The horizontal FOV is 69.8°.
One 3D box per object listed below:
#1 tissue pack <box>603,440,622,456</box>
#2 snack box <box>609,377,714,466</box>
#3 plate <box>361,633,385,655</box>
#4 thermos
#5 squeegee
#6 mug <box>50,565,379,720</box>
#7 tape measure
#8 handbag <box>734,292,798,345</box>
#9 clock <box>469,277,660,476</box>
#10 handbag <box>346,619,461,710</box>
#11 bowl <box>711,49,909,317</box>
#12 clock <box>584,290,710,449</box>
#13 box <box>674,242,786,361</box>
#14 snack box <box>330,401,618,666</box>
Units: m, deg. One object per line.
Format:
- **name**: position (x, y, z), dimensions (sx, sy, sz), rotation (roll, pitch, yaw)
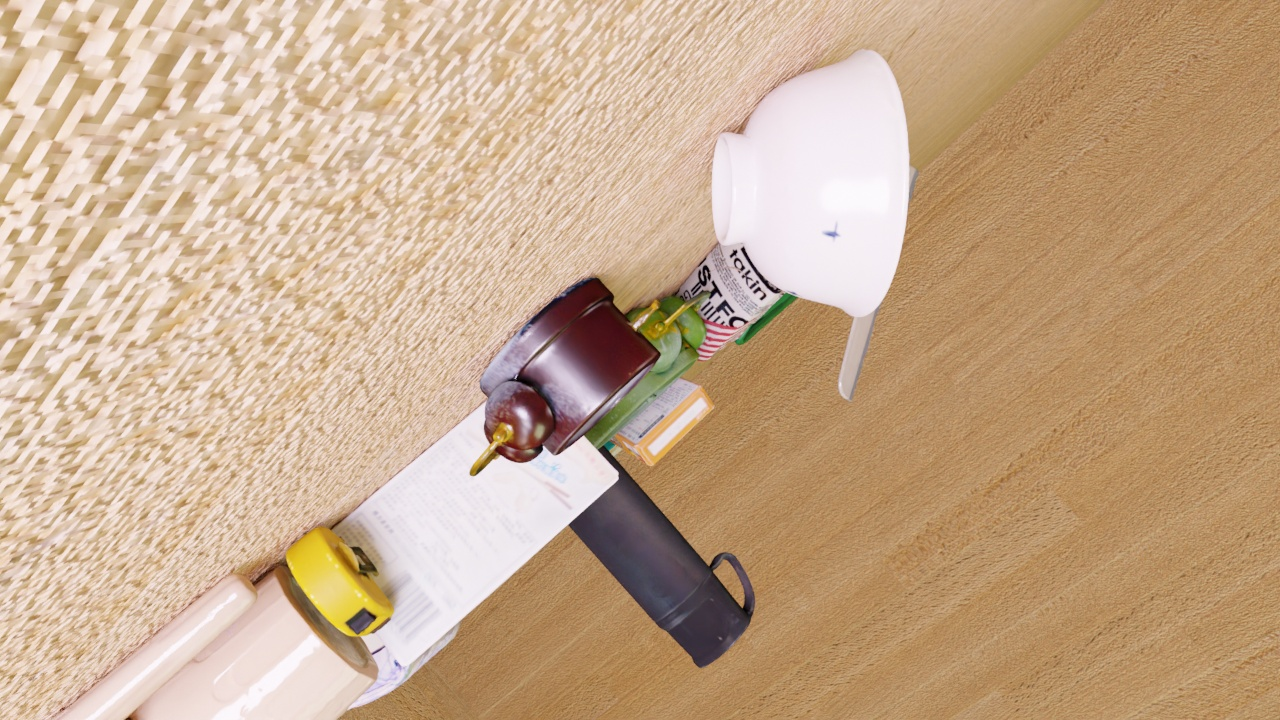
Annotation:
- **tissue pack**: position (-0.062, 0.090, 0.955), dimensions (0.140, 0.063, 0.090), rotation (-42, 175, 10)
- **snack box**: position (-0.003, 0.040, 0.805), dimensions (0.075, 0.026, 0.154), rotation (-42, -156, -13)
- **plate**: position (-0.192, 0.167, 0.602), dimensions (0.192, 0.039, 0.193), rotation (-32, 165, -10)
- **thermos**: position (-0.004, 0.138, 0.772), dimensions (0.089, 0.242, 0.069), rotation (-40, 175, -36)
- **squeegee**: position (0.176, -0.120, 0.775), dimensions (0.246, 0.039, 0.246), rotation (45, 62, -60)
- **mug**: position (-0.201, 0.157, 0.443), dimensions (0.103, 0.084, 0.125), rotation (-42, 149, -12)
- **tape measure**: position (-0.150, 0.109, 0.462), dimensions (0.029, 0.060, 0.057), rotation (-39, 169, -12)
- **handbag**: position (0.115, -0.086, 0.832), dimensions (0.131, 0.068, 0.120), rotation (-37, 165, -33)
- **clock**: position (-0.043, 0.012, 0.460), dimensions (0.121, 0.055, 0.082), rotation (-43, 176, -17)
- **handbag**: position (-0.237, 0.247, 0.799), dimensions (0.134, 0.075, 0.194), rotation (-18, 175, -3)
- **bowl**: position (0.068, -0.078, 0.412), dimensions (0.064, 0.118, 0.118), rotation (-2, 169, -6)
- **clock**: position (-0.004, 0.004, 0.696), dimensions (0.161, 0.056, 0.116), rotation (-44, 175, 23)
- **box**: position (0.080, -0.064, 0.732), dimensions (0.077, 0.075, 0.164), rotation (-30, 168, -32)
- **snack box**: position (-0.097, 0.087, 0.520), dimensions (0.156, 0.084, 0.027), rotation (-41, 174, -13)
